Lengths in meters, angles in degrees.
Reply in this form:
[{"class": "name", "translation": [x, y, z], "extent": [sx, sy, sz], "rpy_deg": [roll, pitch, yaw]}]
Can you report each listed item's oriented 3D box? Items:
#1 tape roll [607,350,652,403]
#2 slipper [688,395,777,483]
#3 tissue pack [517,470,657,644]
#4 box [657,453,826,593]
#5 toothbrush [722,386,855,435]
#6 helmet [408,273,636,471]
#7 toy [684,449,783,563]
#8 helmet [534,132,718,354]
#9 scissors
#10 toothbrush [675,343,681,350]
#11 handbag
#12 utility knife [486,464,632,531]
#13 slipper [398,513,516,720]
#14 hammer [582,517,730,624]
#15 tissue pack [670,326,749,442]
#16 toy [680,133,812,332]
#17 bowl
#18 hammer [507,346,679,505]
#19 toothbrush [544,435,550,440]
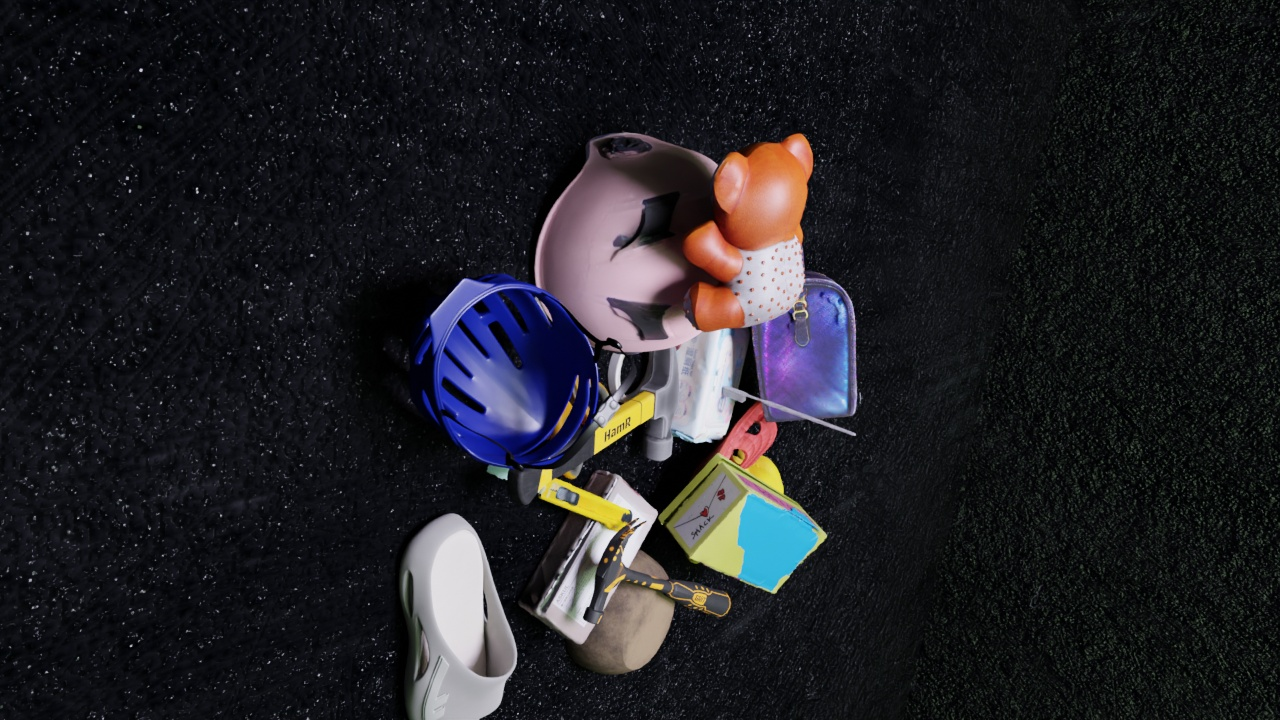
[{"class": "tape roll", "translation": [-0.006, 0.006, 1.082], "extent": [0.092, 0.013, 0.093], "rpy_deg": [-30, 128, -48]}, {"class": "slipper", "translation": [0.148, 0.113, 1.284], "extent": [0.248, 0.059, 0.104], "rpy_deg": [-43, 173, -50]}, {"class": "tissue pack", "translation": [-0.062, 0.227, 1.063], "extent": [0.104, 0.071, 0.181], "rpy_deg": [48, 60, -37]}, {"class": "box", "translation": [0.140, 0.222, 1.215], "extent": [0.124, 0.082, 0.221], "rpy_deg": [-50, 137, 9]}, {"class": "toothbrush", "translation": [0.174, 0.063, 1.094], "extent": [0.010, 0.182, 0.010], "rpy_deg": [-22, 123, -46]}, {"class": "helmet", "translation": [-0.085, 0.028, 0.763], "extent": [0.147, 0.228, 0.241], "rpy_deg": [-52, 142, -15]}, {"class": "toy", "translation": [0.137, 0.216, 1.340], "extent": [0.193, 0.087, 0.135], "rpy_deg": [-24, 128, -52]}, {"class": "helmet", "translation": [0.017, -0.108, 0.946], "extent": [0.254, 0.153, 0.230], "rpy_deg": [-15, 120, -48]}, {"class": "scissors", "translation": [-0.073, 0.016, 0.954], "extent": [0.133, 0.016, 0.228], "rpy_deg": [-50, 141, -42]}, {"class": "toothbrush", "translation": [0.073, -0.043, 1.063], "extent": [0.015, 0.185, 0.015], "rpy_deg": [37, 59, -11]}, {"class": "handbag", "translation": [0.207, -0.040, 1.195], "extent": [0.204, 0.125, 0.222], "rpy_deg": [-52, 136, -79]}, {"class": "utility knife", "translation": [-0.082, 0.146, 0.983], "extent": [0.218, 0.019, 0.030], "rpy_deg": [29, 63, -39]}, {"class": "slipper", "translation": [-0.168, 0.275, 0.892], "extent": [0.112, 0.081, 0.266], "rpy_deg": [-31, 129, -52]}, {"class": "hammer", "translation": [0.035, 0.274, 1.120], "extent": [0.320, 0.036, 0.123], "rpy_deg": [35, 74, -55]}, {"class": "tissue pack", "translation": [0.086, 0.016, 1.177], "extent": [0.112, 0.070, 0.182], "rpy_deg": [8, 97, -60]}, {"class": "toy", "translation": [0.103, -0.121, 0.859], "extent": [0.163, 0.093, 0.173], "rpy_deg": [-26, 128, -36]}, {"class": "bowl", "translation": [-0.017, 0.321, 1.159], "extent": [0.161, 0.070, 0.162], "rpy_deg": [-31, 129, -48]}, {"class": "hammer", "translation": [-0.040, 0.073, 0.987], "extent": [0.323, 0.034, 0.170], "rpy_deg": [-29, 127, -57]}, {"class": "toothbrush", "translation": [-0.098, 0.074, 0.968], "extent": [0.134, 0.016, 0.022], "rpy_deg": [-29, 125, -48]}]
